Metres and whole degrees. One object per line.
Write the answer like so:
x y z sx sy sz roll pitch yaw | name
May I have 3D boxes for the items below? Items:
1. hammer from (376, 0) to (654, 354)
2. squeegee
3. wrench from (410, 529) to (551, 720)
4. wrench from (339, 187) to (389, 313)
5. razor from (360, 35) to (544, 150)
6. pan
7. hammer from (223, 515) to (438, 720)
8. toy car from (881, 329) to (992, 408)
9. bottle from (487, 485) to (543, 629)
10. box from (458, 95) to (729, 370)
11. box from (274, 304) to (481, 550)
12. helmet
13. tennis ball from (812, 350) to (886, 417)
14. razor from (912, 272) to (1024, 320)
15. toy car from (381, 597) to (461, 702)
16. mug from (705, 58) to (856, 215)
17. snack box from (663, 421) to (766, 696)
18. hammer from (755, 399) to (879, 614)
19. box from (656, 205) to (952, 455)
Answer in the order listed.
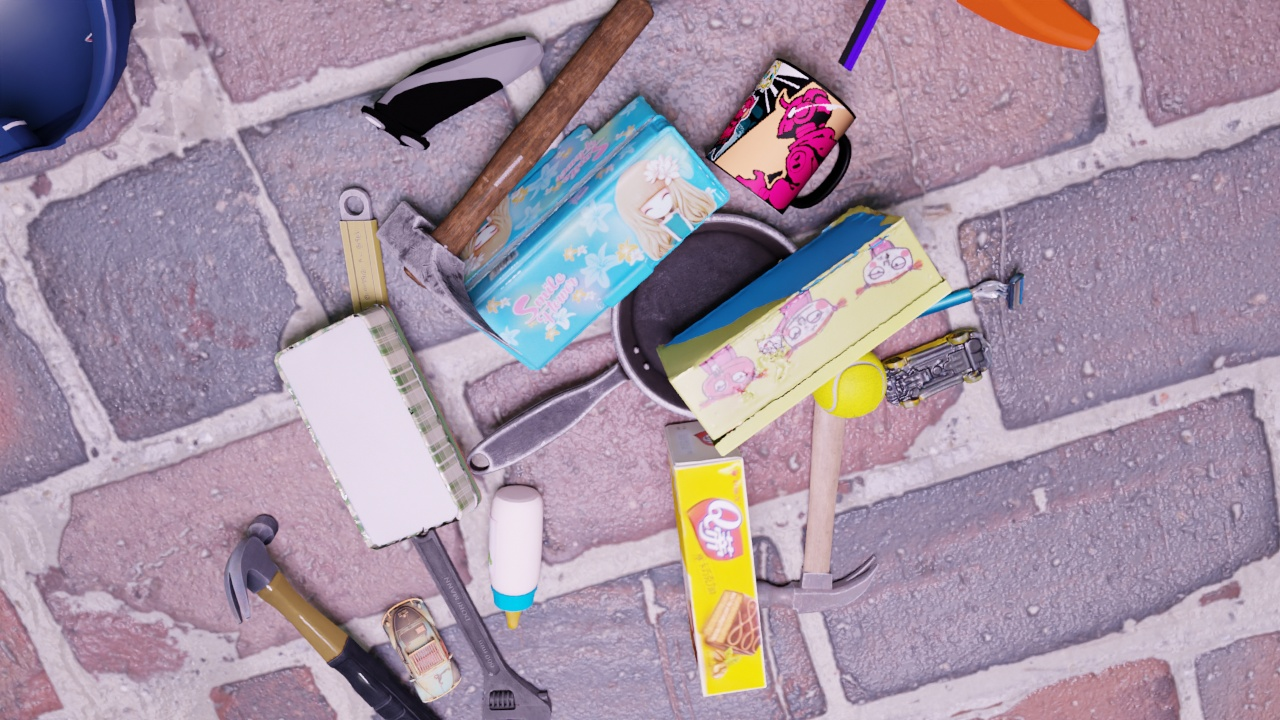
-0.072 -0.164 0.734 0.300 0.218 0.037 -51 136 1 | hammer
0.290 -0.304 0.744 0.185 0.055 0.249 27 89 -7 | squeegee
-0.166 0.277 0.930 0.073 0.018 0.273 -23 103 6 | wrench
-0.239 -0.021 0.843 0.083 0.018 0.273 -3 106 1 | wrench
-0.154 -0.230 0.768 0.156 0.057 0.060 -34 75 1 | razor
-0.005 0.005 0.831 0.357 0.055 0.187 -30 104 8 | pan
-0.278 0.299 0.897 0.025 0.117 0.333 -34 108 11 | hammer
0.270 0.006 0.844 0.107 0.030 0.049 -21 103 8 | toy car
-0.122 0.195 0.888 0.051 0.051 0.146 4 106 -1 | bottle
-0.053 -0.117 0.789 0.227 0.121 0.098 -41 130 10 | box
-0.233 0.061 0.823 0.118 0.049 0.205 -24 97 22 | box
-0.479 -0.271 0.663 0.273 0.222 0.232 -9 124 33 | helmet
0.183 0.018 0.809 0.065 0.065 0.065 0 106 0 | tennis ball
0.274 -0.050 0.835 0.144 0.022 0.042 -15 141 8 | razor
-0.215 0.293 0.912 0.047 0.047 0.112 -28 106 -19 | toy car
0.129 -0.178 0.774 0.118 0.082 0.098 28 106 -36 | mug
0.068 0.180 0.853 0.061 0.110 0.230 -8 106 -1 | snack box
0.176 0.089 0.876 0.119 0.030 0.331 2 103 -1 | hammer
0.127 -0.031 0.750 0.221 0.124 0.081 -34 105 3 | box
